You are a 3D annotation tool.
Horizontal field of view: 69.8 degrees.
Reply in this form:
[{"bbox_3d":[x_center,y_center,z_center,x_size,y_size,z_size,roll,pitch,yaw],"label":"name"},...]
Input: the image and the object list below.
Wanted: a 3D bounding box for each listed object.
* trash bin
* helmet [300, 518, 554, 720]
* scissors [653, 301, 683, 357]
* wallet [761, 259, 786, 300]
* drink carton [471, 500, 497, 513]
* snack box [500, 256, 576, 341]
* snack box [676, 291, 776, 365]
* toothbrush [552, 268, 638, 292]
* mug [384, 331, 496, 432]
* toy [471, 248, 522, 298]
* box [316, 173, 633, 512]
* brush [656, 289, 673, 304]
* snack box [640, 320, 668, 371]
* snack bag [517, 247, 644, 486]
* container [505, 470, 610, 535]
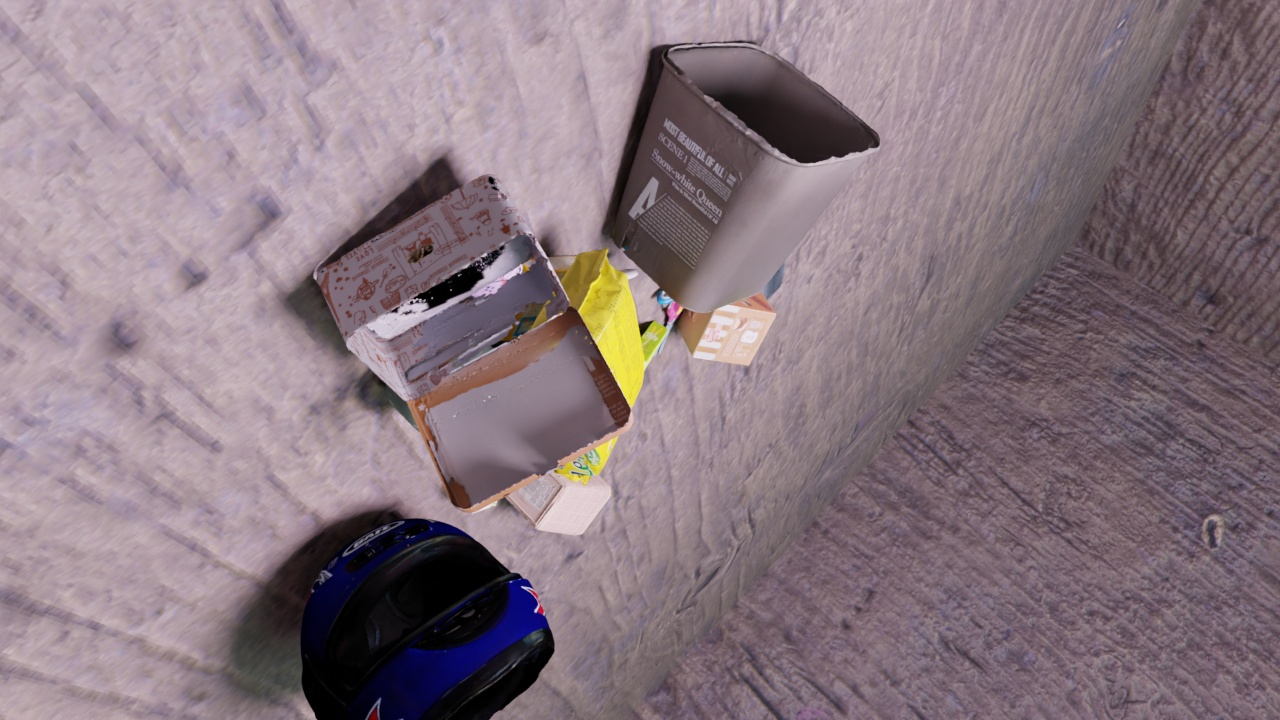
[{"bbox_3d":[0.093,-0.188,0.969,0.198,0.199,0.220,-21,150,-45],"label":"trash bin"},{"bbox_3d":[-0.242,0.290,0.993,0.246,0.240,0.316,-31,161,-35],"label":"helmet"},{"bbox_3d":[0.046,-0.056,1.281,0.071,0.017,0.137,-43,161,-39],"label":"scissors"},{"bbox_3d":[0.194,-0.142,1.357,0.097,0.019,0.121,-40,144,-44],"label":"wallet"},{"bbox_3d":[-0.185,0.119,1.086,0.045,0.053,0.123,-14,138,-47],"label":"drink carton"},{"bbox_3d":[-0.096,-0.069,0.993,0.140,0.034,0.087,-9,134,-53],"label":"snack box"},{"bbox_3d":[0.118,-0.057,1.279,0.094,0.077,0.093,8,125,-25],"label":"snack box"},{"bbox_3d":[-0.059,-0.085,0.977,0.179,0.016,0.016,-18,134,-50],"label":"toothbrush"},{"bbox_3d":[-0.178,0.029,0.899,0.106,0.112,0.082,-45,-176,-7],"label":"mug"},{"bbox_3d":[-0.143,-0.095,0.866,0.083,0.039,0.108,-41,154,-11],"label":"toy"},{"bbox_3d":[-0.137,-0.013,0.766,0.180,0.217,0.158,-28,161,-3],"label":"box"},{"bbox_3d":[0.146,-0.172,1.240,0.313,0.060,0.110,-29,152,-34],"label":"brush"},{"bbox_3d":[-0.007,0.007,1.191,0.086,0.026,0.156,-59,178,21],"label":"snack box"},{"bbox_3d":[-0.053,0.017,0.967,0.157,0.068,0.247,-61,157,-28],"label":"snack bag"},{"bbox_3d":[-0.116,0.181,1.254,0.090,0.090,0.111,-53,153,7],"label":"container"}]
